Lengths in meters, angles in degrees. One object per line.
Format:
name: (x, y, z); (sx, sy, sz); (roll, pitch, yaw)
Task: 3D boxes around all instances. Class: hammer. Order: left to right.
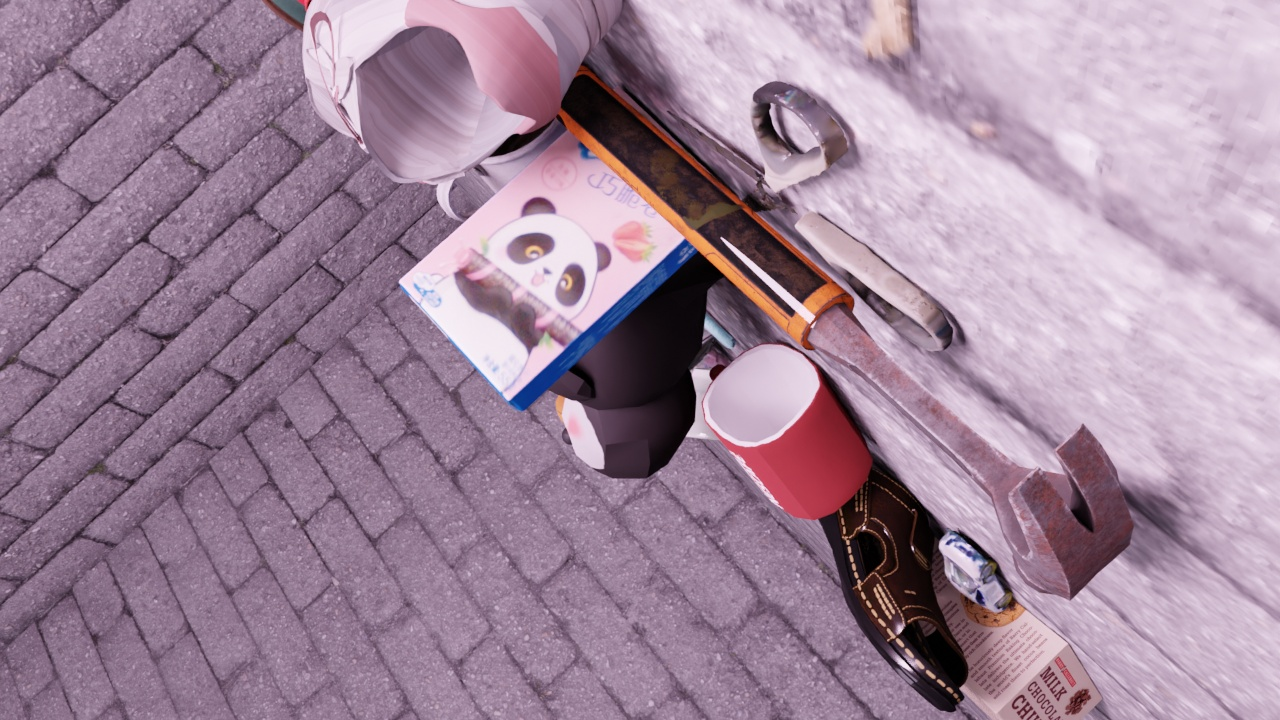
hammer: (0.057, -0.034, 0.371); (0.314, 0.035, 0.138); (46, -179, 26)

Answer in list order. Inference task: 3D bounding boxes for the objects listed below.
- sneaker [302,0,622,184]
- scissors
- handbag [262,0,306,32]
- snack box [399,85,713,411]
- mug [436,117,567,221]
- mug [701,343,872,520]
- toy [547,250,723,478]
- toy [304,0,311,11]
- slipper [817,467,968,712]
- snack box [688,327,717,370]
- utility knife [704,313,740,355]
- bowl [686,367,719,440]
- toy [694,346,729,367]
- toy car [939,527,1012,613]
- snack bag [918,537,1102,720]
sneaker: (-0.111, -0.126, 0.425); (0.237, 0.089, 0.099); (0, 145, 51)
scissors: (0.065, -0.062, 0.367); (0.157, 0.012, 0.171); (48, 178, 5)
handbag: (-0.204, -0.277, 0.551); (0.166, 0.063, 0.138); (48, -145, -33)
snack box: (-0.036, -0.057, 0.469); (0.088, 0.154, 0.033); (46, 175, 12)
mug: (-0.071, -0.122, 0.533); (0.084, 0.113, 0.070); (27, 170, 29)
mug: (0.095, 0.044, 0.652); (0.096, 0.080, 0.116); (49, 175, -39)
toy: (-0.004, 0.004, 0.640); (0.140, 0.158, 0.184); (10, 128, 24)
toy: (-0.108, -0.216, 0.489); (0.133, 0.093, 0.088); (24, 143, 2)
slipper: (0.187, 0.142, 0.690); (0.113, 0.076, 0.267); (43, -162, -28)
snack box: (0.008, -0.041, 0.876); (0.121, 0.072, 0.072); (46, 177, 11)
utility knife: (0.058, -0.036, 0.809); (0.141, 0.015, 0.022); (43, 176, 7)
bowl: (0.076, 0.038, 0.854); (0.117, 0.061, 0.117); (3, -178, 0)
toy: (0.047, -0.019, 0.942); (0.122, 0.038, 0.079); (43, 169, 25)
toy car: (0.235, 0.152, 0.652); (0.090, 0.027, 0.038); (49, 178, -42)
snack bag: (0.251, 0.207, 0.742); (0.094, 0.070, 0.206); (49, 177, -35)
